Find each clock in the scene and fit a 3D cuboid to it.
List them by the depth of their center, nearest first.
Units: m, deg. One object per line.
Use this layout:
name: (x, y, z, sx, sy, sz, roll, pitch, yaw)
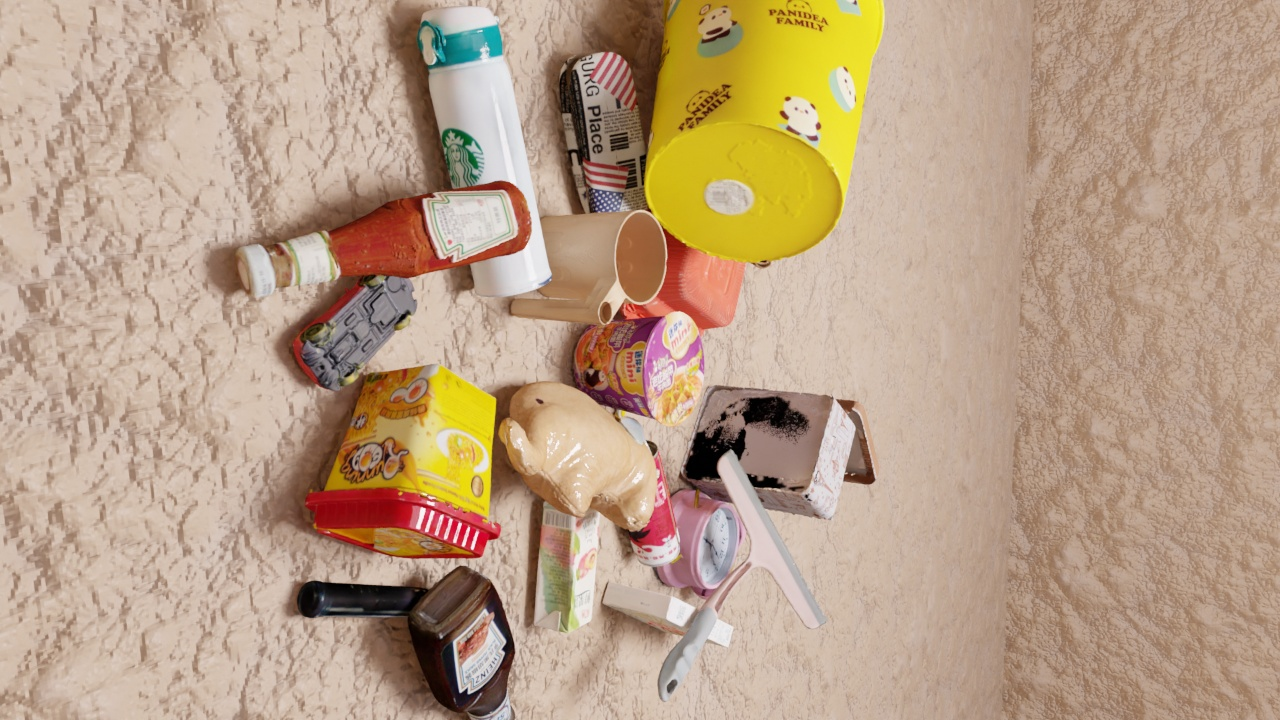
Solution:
clock: (0.078, 0.223, 1.099, 0.158, 0.060, 0.117, 46, 58, -51)

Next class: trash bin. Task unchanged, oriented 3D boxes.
trash bin: (0.115, -0.250, 0.897, 0.229, 0.230, 0.254, 51, 41, -46)

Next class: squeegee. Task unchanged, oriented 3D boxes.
squeegee: (0.080, 0.266, 0.974, 0.248, 0.040, 0.248, -42, 110, -42)

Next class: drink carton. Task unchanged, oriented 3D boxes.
drink carton: (-0.072, 0.194, 0.885, 0.053, 0.045, 0.122, -1, 97, -67)

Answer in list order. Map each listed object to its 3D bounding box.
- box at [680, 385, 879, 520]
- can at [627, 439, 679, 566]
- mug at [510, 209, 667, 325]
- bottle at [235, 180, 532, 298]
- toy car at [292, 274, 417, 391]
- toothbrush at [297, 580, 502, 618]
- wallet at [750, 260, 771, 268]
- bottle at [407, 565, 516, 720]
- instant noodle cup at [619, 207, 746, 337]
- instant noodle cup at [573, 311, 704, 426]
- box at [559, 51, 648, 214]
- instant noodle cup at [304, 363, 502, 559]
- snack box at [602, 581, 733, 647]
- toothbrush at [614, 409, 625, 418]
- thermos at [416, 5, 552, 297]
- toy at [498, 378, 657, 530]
box: (0.181, 0.122, 1.137, 0.192, 0.183, 0.156, 46, 58, -45)
can: (0.006, 0.155, 0.989, 0.053, 0.053, 0.133, -42, 127, -46)
mug: (-0.049, -0.080, 0.830, 0.124, 0.104, 0.084, -59, 138, -33)
bottle: (-0.176, -0.083, 0.648, 0.205, 0.060, 0.060, -19, 111, -33)
toy car: (-0.206, -0.027, 0.669, 0.106, 0.031, 0.049, -53, 136, -33)
toothbrush: (-0.183, 0.196, 0.741, 0.027, 0.026, 0.212, -50, 147, 10)
wallet: (0.127, -0.162, 1.088, 0.115, 0.033, 0.090, -115, -163, -72)
bottle: (-0.139, 0.262, 0.774, 0.079, 0.044, 0.195, -43, 139, -38)
instant noodle cup: (0.055, -0.106, 1.005, 0.164, 0.079, 0.188, 29, 71, -53)
instant noodle cup: (-0.005, 0.005, 0.912, 0.111, 0.099, 0.111, -11, 103, -56)
box: (-0.029, -0.206, 0.866, 0.074, 0.081, 0.164, -31, 122, -44)
instant noodle cup: (-0.166, 0.076, 0.682, 0.116, 0.116, 0.123, 40, 51, -51)
snack box: (0.033, 0.283, 1.018, 0.157, 0.085, 0.026, 43, 58, -50)
toothbrush: (-0.020, 0.063, 0.969, 0.016, 0.018, 0.191, 53, 52, -47)
thermos: (-0.127, -0.166, 0.738, 0.073, 0.073, 0.224, -35, 122, -49)
toy: (-0.068, 0.077, 0.815, 0.083, 0.143, 0.225, -44, 145, 14)
